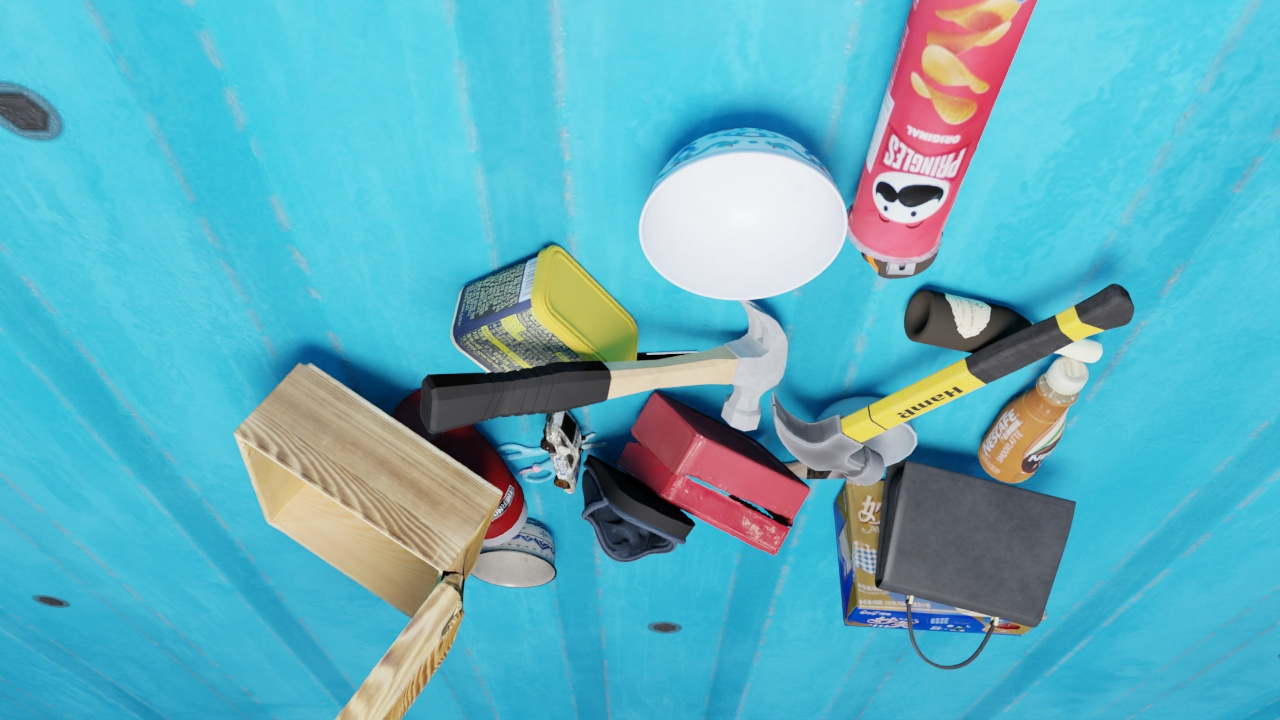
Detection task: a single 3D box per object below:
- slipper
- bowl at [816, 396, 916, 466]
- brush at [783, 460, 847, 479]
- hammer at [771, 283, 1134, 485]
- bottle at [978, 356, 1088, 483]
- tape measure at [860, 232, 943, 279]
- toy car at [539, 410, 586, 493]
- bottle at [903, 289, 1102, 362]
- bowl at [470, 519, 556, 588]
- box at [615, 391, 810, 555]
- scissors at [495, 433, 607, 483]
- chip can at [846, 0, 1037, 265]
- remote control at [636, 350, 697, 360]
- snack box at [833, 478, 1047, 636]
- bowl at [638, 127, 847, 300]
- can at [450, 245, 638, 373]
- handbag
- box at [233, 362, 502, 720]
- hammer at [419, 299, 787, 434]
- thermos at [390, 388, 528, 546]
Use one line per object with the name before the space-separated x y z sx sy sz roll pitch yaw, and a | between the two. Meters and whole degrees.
slipper | -0.018 0.161 0.933 0.109 0.083 0.265 28 179 -9
bowl | 0.224 0.069 0.935 0.106 0.039 0.106 2 144 1
brush | 0.189 0.122 1.031 0.151 0.012 0.039 -1 144 6
hammer | 0.262 0.020 0.795 0.169 0.034 0.326 27 137 -34
bottle | 0.382 0.056 0.889 0.059 0.059 0.167 4 143 -1
tape measure | 0.203 -0.090 0.720 0.058 0.038 0.059 3 144 0
toy car | -0.077 0.096 0.977 0.040 0.048 0.113 -1 137 11
bottle | 0.321 -0.023 0.798 0.184 0.045 0.046 10 143 -15
bowl | -0.163 0.243 1.182 0.115 0.059 0.116 2 144 1
box | 0.073 0.111 0.916 0.157 0.130 0.097 31 91 -29
scissors | -0.106 0.098 1.027 0.095 0.015 0.143 31 130 -31
chip can | 0.191 -0.167 0.589 0.073 0.073 0.233 3 143 0
remote control | -0.005 0.005 0.887 0.124 0.011 0.028 -2 143 8
snack box | 0.330 0.221 1.035 0.203 0.154 0.069 4 145 -2
bowl | 0.072 -0.118 0.661 0.144 0.074 0.144 2 144 1
can | -0.083 -0.024 0.803 0.105 0.075 0.135 -17 139 29
handbag | 0.333 0.221 0.952 0.176 0.195 0.072 14 171 2
box | -0.303 0.249 0.878 0.286 0.335 0.280 31 148 2
hammer | -0.018 0.015 0.758 0.327 0.039 0.131 -7 125 -30
thermos | -0.200 0.114 0.994 0.108 0.083 0.199 23 151 34
